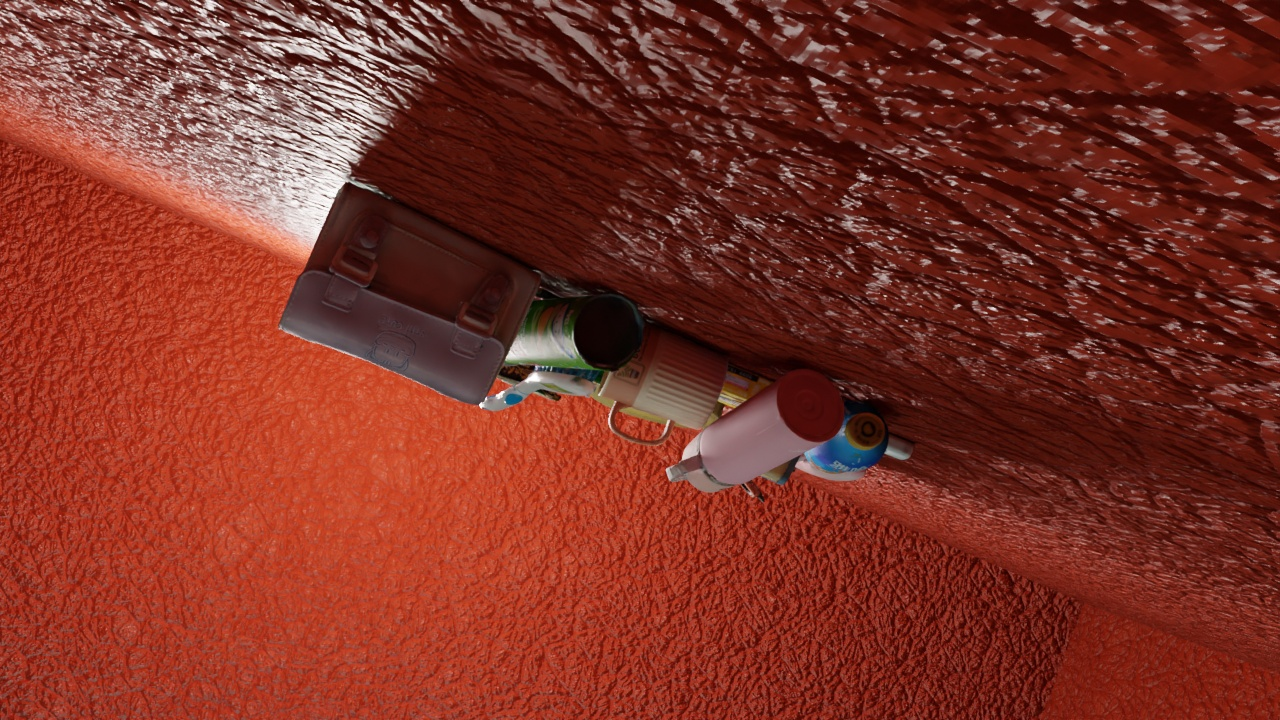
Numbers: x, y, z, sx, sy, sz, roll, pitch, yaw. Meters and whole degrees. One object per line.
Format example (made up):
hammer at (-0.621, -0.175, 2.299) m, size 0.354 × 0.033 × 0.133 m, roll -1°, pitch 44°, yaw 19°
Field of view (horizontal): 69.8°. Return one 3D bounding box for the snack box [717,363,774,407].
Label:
snack box at (0.109, 0.033, 1.003) m, size 0.087 × 0.033 × 0.140 m, roll 22°, pitch 176°, yaw 11°

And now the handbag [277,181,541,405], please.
handbag at (-0.211, -0.057, 0.845) m, size 0.197 × 0.145 × 0.098 m, roll 24°, pitch 178°, yaw -22°

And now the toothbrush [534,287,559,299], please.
toothbrush at (-0.121, -0.075, 0.972) m, size 0.185 × 0.017 × 0.012 m, roll 24°, pitch 173°, yaw -22°

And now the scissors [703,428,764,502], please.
scissors at (0.122, 0.125, 1.394) m, size 0.222 × 0.015 × 0.189 m, roll 41°, pitch 163°, yaw 51°

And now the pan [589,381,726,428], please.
pan at (-0.038, 0.026, 1.328) m, size 0.358 × 0.078 × 0.197 m, roll 5°, pitch 162°, yaw 35°

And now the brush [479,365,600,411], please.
brush at (-0.120, 0.014, 1.077) m, size 0.060 × 0.109 × 0.315 m, roll 24°, pitch 170°, yaw -25°

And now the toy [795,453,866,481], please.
toy at (0.242, 0.136, 1.307) m, size 0.159 × 0.054 × 0.121 m, roll 15°, pitch 176°, yaw -25°

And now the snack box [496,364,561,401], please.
snack box at (-0.152, -0.015, 1.234) m, size 0.117 × 0.105 × 0.118 m, roll 20°, pitch 176°, yaw 8°

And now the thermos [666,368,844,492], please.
thermos at (0.093, 0.072, 0.829) m, size 0.087 × 0.067 × 0.199 m, roll -11°, pitch 165°, yaw -29°

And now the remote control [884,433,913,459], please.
remote control at (0.225, 0.075, 0.988) m, size 0.136 × 0.020 × 0.056 m, roll 22°, pitch 174°, yaw 12°

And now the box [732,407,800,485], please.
box at (0.158, 0.105, 1.201) m, size 0.061 × 0.089 × 0.184 m, roll 28°, pitch 178°, yaw -12°

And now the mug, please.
mug at (0.017, 0.028, 0.894) m, size 0.106 × 0.114 × 0.082 m, roll 21°, pitch 173°, yaw -6°

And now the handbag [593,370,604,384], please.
handbag at (-0.006, 0.006, 1.087) m, size 0.120 × 0.068 × 0.131 m, roll 18°, pitch 178°, yaw -40°

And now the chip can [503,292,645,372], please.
chip can at (-0.083, -0.028, 0.896) m, size 0.072 × 0.072 × 0.236 m, roll 26°, pitch 169°, yaw -27°

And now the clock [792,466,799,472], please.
clock at (0.203, 0.130, 1.433) m, size 0.117 × 0.059 × 0.158 m, roll 19°, pitch 172°, yaw 35°

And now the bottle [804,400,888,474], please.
bottle at (0.191, 0.072, 0.851) m, size 0.065 × 0.065 × 0.218 m, roll 22°, pitch 175°, yaw 8°
